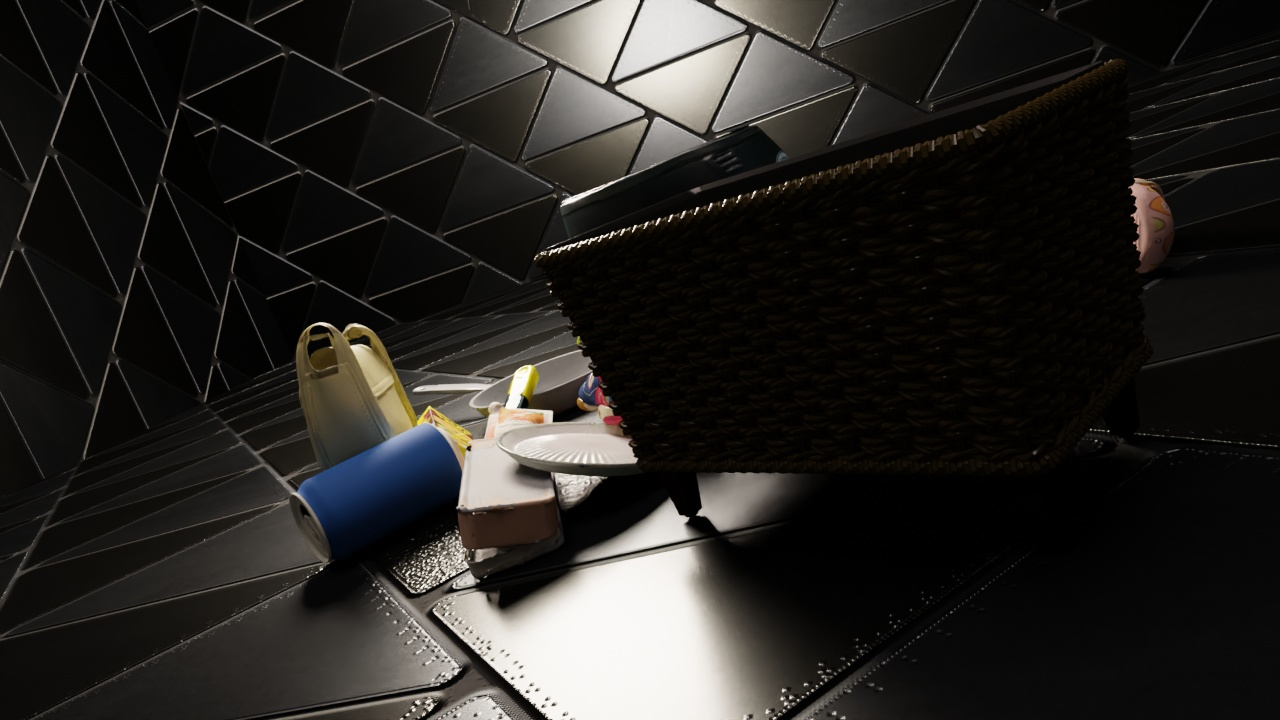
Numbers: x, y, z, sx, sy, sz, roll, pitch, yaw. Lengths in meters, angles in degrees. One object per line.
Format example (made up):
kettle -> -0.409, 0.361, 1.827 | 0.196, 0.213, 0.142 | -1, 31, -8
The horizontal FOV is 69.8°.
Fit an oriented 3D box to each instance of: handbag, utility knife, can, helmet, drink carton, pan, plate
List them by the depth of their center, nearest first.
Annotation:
plate -> -0.042, 0.073, 0.769 | 0.157, 0.014, 0.157 | 3, 7, -1
can -> -0.237, 0.120, 0.844 | 0.145, 0.079, 0.079 | -28, 14, -35
drink carton -> -0.123, 0.071, 0.928 | 0.069, 0.039, 0.122 | 4, 18, -6
handbag -> -0.299, 0.054, 0.966 | 0.088, 0.191, 0.233 | -19, 3, -6
utility knife -> -0.140, 0.065, 0.990 | 0.029, 0.020, 0.212 | -19, 27, 14
helmet -> 0.070, -0.150, 1.193 | 0.317, 0.236, 0.248 | -17, 11, 25
pan -> -0.175, 0.038, 1.195 | 0.358, 0.051, 0.200 | -11, 15, 39

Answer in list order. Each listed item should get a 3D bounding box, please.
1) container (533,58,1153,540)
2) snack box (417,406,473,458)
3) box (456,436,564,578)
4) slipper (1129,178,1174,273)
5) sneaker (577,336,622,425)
container -> 0.123, -0.020, 0.560 | 0.176, 0.205, 0.322 | -29, 15, -40
snack box -> -0.207, 0.087, 0.991 | 0.025, 0.061, 0.149 | -55, 16, -4
box -> -0.108, 0.107, 0.757 | 0.081, 0.063, 0.216 | -10, 11, -6
slipper -> 0.455, -0.135, 0.859 | 0.081, 0.093, 0.197 | -8, 13, 4
sneaker -> -0.006, 0.006, 0.905 | 0.116, 0.091, 0.242 | -4, 4, -8
